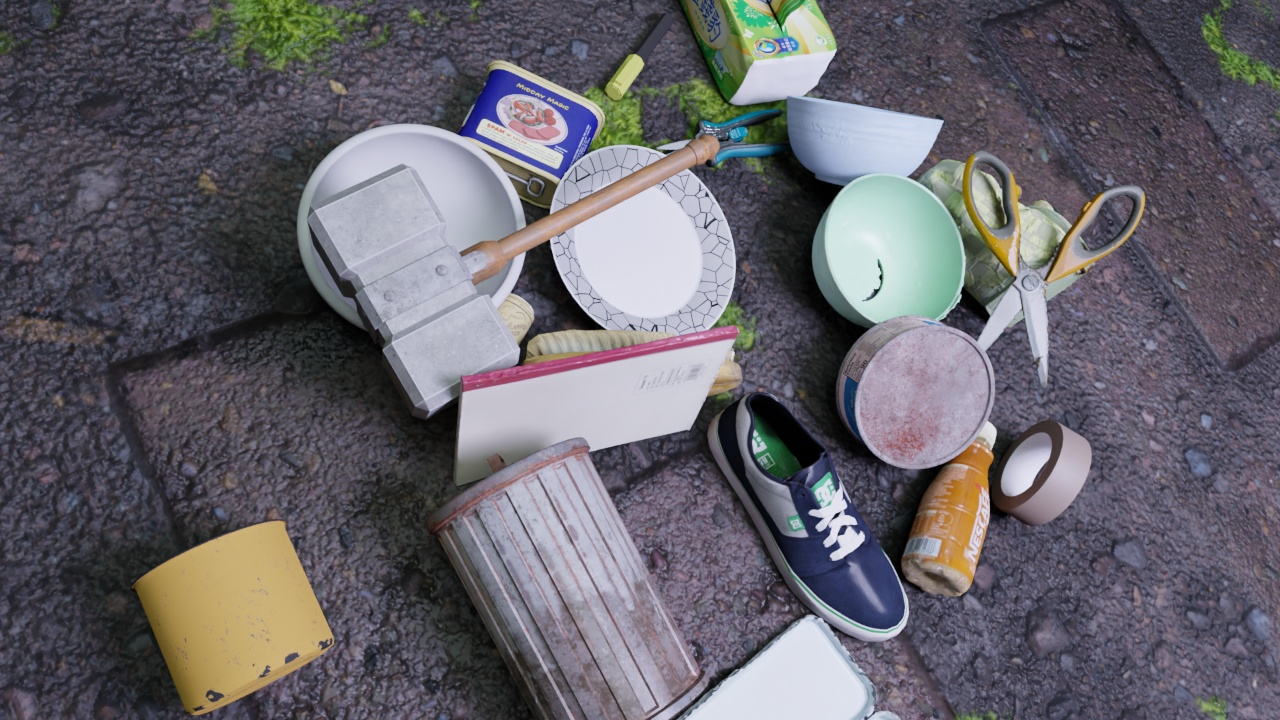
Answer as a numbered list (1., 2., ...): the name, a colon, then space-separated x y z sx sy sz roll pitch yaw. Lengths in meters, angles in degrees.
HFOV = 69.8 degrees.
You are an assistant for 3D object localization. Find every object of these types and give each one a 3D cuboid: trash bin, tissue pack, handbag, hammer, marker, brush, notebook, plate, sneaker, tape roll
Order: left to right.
1. hammer: -0.068 -0.103 0.703 0.317 0.083 0.162 -30 90 -18
2. trash bin: -0.056 0.163 0.658 0.130 0.131 0.211 -25 80 -24
3. notebook: -0.037 0.036 0.702 0.208 0.153 0.012 -11 60 -21
4. brush: -0.005 0.005 0.776 0.195 0.059 0.043 2 60 -18
5. marker: 0.001 -0.309 0.924 0.017 0.021 0.123 32 62 -3
6. plate: 0.002 -0.103 0.827 0.188 0.016 0.188 8 73 -27
7. tissue pack: 0.120 -0.378 0.920 0.120 0.142 0.197 -21 76 -23
8. sneaker: 0.147 0.128 0.761 0.084 0.079 0.235 -32 81 -26
9. handbag: 0.355 -0.129 0.912 0.186 0.113 0.116 42 56 3
10. tape roll: 0.360 0.101 0.828 0.030 0.094 0.093 30 63 -4

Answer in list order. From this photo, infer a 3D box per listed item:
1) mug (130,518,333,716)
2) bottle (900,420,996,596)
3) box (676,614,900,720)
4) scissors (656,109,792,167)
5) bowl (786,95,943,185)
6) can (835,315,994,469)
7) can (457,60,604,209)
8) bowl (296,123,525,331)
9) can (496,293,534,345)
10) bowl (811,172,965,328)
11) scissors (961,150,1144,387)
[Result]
1. mug: -0.275 0.176 0.610 0.124 0.100 0.094 -31 80 16
2. bottle: 0.281 0.124 0.815 0.059 0.059 0.166 31 60 -3
3. box: 0.118 0.325 0.704 0.208 0.037 0.189 -33 73 -26
4. scissors: 0.089 -0.224 0.917 0.126 0.019 0.143 33 70 -8
5. bowl: 0.211 -0.211 0.899 0.150 0.150 0.075 5 109 -15
6. can: 0.242 0.028 0.811 0.130 0.044 0.130 -3 106 -10
7. can: -0.103 -0.202 0.830 0.116 0.057 0.092 23 65 -7
8. bowl: -0.185 -0.098 0.750 0.176 0.066 0.176 2 81 -15
9. can: -0.121 -0.015 0.759 0.038 0.038 0.079 29 64 -4
10. bowl: 0.223 -0.094 0.868 0.150 0.077 0.150 4 78 -18
11. scissors: 0.370 -0.091 0.837 0.217 0.016 0.225 -13 89 3
